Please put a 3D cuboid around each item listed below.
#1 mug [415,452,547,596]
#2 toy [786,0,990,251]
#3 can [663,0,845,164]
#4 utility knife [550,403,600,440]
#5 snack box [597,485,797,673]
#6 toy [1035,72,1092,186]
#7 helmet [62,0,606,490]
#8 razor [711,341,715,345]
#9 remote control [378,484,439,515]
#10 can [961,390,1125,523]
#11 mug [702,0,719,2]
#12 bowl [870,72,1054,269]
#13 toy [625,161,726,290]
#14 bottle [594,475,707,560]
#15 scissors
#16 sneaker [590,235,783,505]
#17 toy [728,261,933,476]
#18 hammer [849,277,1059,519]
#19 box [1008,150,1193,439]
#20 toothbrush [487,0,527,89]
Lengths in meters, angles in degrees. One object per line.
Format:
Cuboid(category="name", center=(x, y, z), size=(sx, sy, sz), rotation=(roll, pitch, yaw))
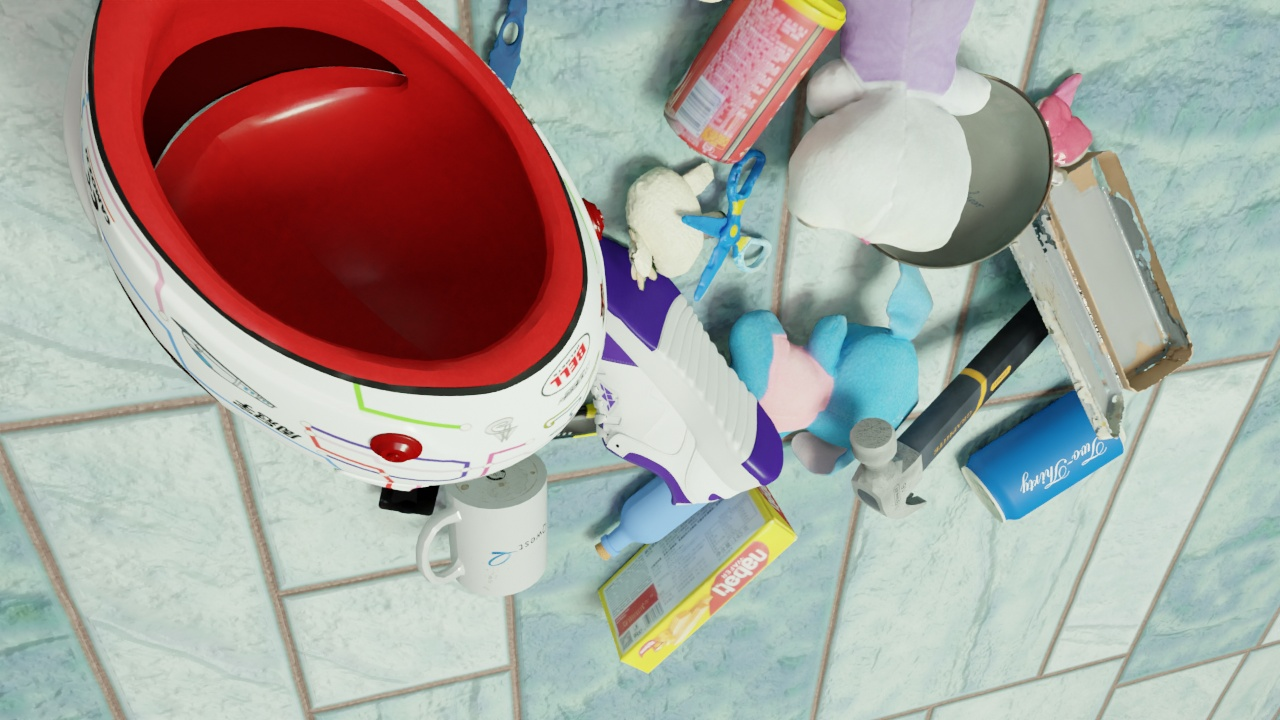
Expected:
Cuboid(category="mug", center=(-0.133, 0.140, 0.760), size=(0.119, 0.083, 0.096), rotation=(-26, 133, -37))
Cuboid(category="toy", center=(0.178, -0.180, 0.635), size=(0.137, 0.085, 0.209), rotation=(3, 107, -2))
Cuboid(category="can", center=(0.073, -0.197, 0.613), size=(0.066, 0.066, 0.125), rotation=(17, 129, -28))
Cuboid(category="utility knife", center=(-0.105, 0.060, 0.770), size=(0.233, 0.020, 0.029), rotation=(-8, 122, -11))
Cuboid(category="snack box", center=(0.049, 0.193, 0.866), size=(0.042, 0.092, 0.201), rotation=(35, 105, -33))
Cuboid(category="toy", center=(0.328, -0.180, 0.746), size=(0.102, 0.050, 0.065), rotation=(-48, 118, -28))
Cuboid(category="helmet", center=(-0.164, -0.066, 0.532), size=(0.314, 0.236, 0.230), rotation=(44, 68, -17))
Cuboid(category="razor", center=(-0.005, 0.004, 0.765), size=(0.144, 0.021, 0.044), rotation=(-12, 114, -11))
Cuboid(category="remote control", center=(-0.175, 0.064, 0.735), size=(0.045, 0.021, 0.141), rotation=(12, 113, -15))
Cuboid(category="can", center=(0.413, 0.098, 0.941), size=(0.146, 0.079, 0.079), rotation=(-34, 127, 4))
Cuboid(category="mug", center=(0.054, -0.282, 0.567), size=(0.111, 0.085, 0.105), rotation=(-13, 141, -48))
Cuboid(category="bowl", center=(0.233, -0.148, 0.712), size=(0.151, 0.056, 0.151), rotation=(3, 108, 8))
Cuboid(category="toy", center=(0.018, -0.100, 0.683), size=(0.112, 0.050, 0.087), rotation=(-41, 131, -21))
Cuboid(category="bottle", center=(0.013, 0.139, 0.844), size=(0.131, 0.048, 0.048), rotation=(-39, 126, 8))
Cuboid(category="scissors", center=(0.070, -0.099, 0.704), size=(0.130, 0.014, 0.125), rotation=(36, 79, -49))
Cuboid(category="sneaker", center=(-0.001, 0.016, 0.719), size=(0.111, 0.091, 0.244), rotation=(-34, 99, 33))
Cuboid(category="toy", center=(0.152, 0.011, 0.778), size=(0.191, 0.098, 0.225), rotation=(6, 129, -18))
Cuboid(category="hammer", center=(0.295, 0.014, 0.801), size=(0.311, 0.035, 0.139), rotation=(-42, 138, -19))
Cuboid(category="box", center=(0.388, -0.056, 0.787), size=(0.156, 0.071, 0.216), rotation=(-41, 108, -33))
Cuboid(category="toothbrush", center=(-0.081, -0.220, 0.591), size=(0.021, 0.016, 0.132), rotation=(9, 118, -22))
